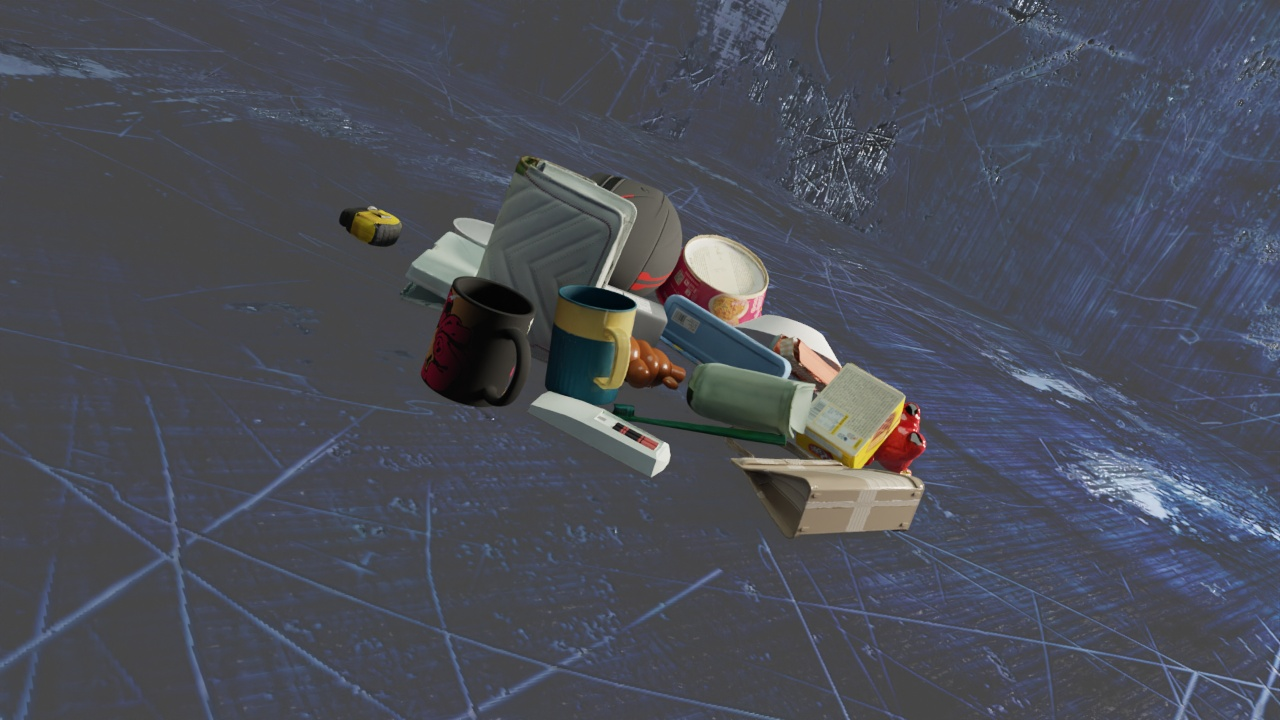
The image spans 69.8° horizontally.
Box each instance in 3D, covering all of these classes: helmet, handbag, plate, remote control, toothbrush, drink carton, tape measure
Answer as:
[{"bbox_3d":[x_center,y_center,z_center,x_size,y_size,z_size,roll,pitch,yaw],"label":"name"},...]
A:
[{"bbox_3d":[-0.027,-0.173,1.331,0.170,0.165,0.264,35,29,-2],"label":"helmet"},{"bbox_3d":[0.168,0.114,0.986,0.175,0.062,0.198,6,18,-37],"label":"handbag"},{"bbox_3d":[0.212,-0.030,1.315,0.174,0.036,0.174,21,-7,3],"label":"plate"},{"bbox_3d":[-0.104,-0.111,1.032,0.142,0.199,0.096,28,22,4],"label":"handbag"},{"bbox_3d":[-0.036,0.067,0.902,0.143,0.024,0.049,27,19,9],"label":"remote control"},{"bbox_3d":[0.062,0.068,0.970,0.189,0.017,0.016,9,7,-6],"label":"toothbrush"},{"bbox_3d":[-0.033,-0.063,1.209,0.125,0.049,0.076,20,20,-12],"label":"drink carton"},{"bbox_3d":[0.125,0.044,1.034,0.122,0.067,0.106,13,1,24],"label":"handbag"},{"bbox_3d":[-0.335,-0.171,1.159,0.064,0.037,0.065,33,21,25],"label":"tape measure"}]

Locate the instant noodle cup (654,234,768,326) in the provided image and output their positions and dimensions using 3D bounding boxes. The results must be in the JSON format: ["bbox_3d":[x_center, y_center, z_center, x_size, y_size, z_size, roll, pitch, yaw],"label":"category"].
[{"bbox_3d":[0.117,-0.119,1.397,0.178,0.078,0.178,14,43,-13],"label":"instant noodle cup"}]

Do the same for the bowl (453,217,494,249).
[{"bbox_3d":[-0.208,-0.152,1.251,0.110,0.041,0.109,21,19,-8],"label":"bowl"}]

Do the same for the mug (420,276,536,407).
[{"bbox_3d":[-0.144,-0.009,0.864,0.081,0.098,0.118,3,28,-46],"label":"mug"}]

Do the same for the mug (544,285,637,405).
[{"bbox_3d":[-0.047,-0.011,0.944,0.083,0.107,0.113,3,20,-31],"label":"mug"}]

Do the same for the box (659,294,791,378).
[{"bbox_3d":[0.117,-0.015,1.224,0.209,0.074,0.077,36,18,30],"label":"box"}]

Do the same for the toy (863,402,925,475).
[{"bbox_3d":[0.286,0.106,1.152,0.133,0.094,0.088,5,59,13],"label":"toy"}]

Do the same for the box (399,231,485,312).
[{"bbox_3d":[-0.228,-0.108,1.106,0.083,0.066,0.198,3,19,-1],"label":"box"}]

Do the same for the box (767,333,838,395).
[{"bbox_3d":[0.224,0.007,1.254,0.062,0.058,0.188,1,-21,35],"label":"box"}]

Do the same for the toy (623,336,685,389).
[{"bbox_3d":[-0.006,0.006,1.065,0.127,0.065,0.095,20,26,-36],"label":"toy"}]

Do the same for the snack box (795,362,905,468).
[{"bbox_3d":[0.248,0.071,1.087,0.083,0.061,0.105,34,67,28],"label":"snack box"}]
